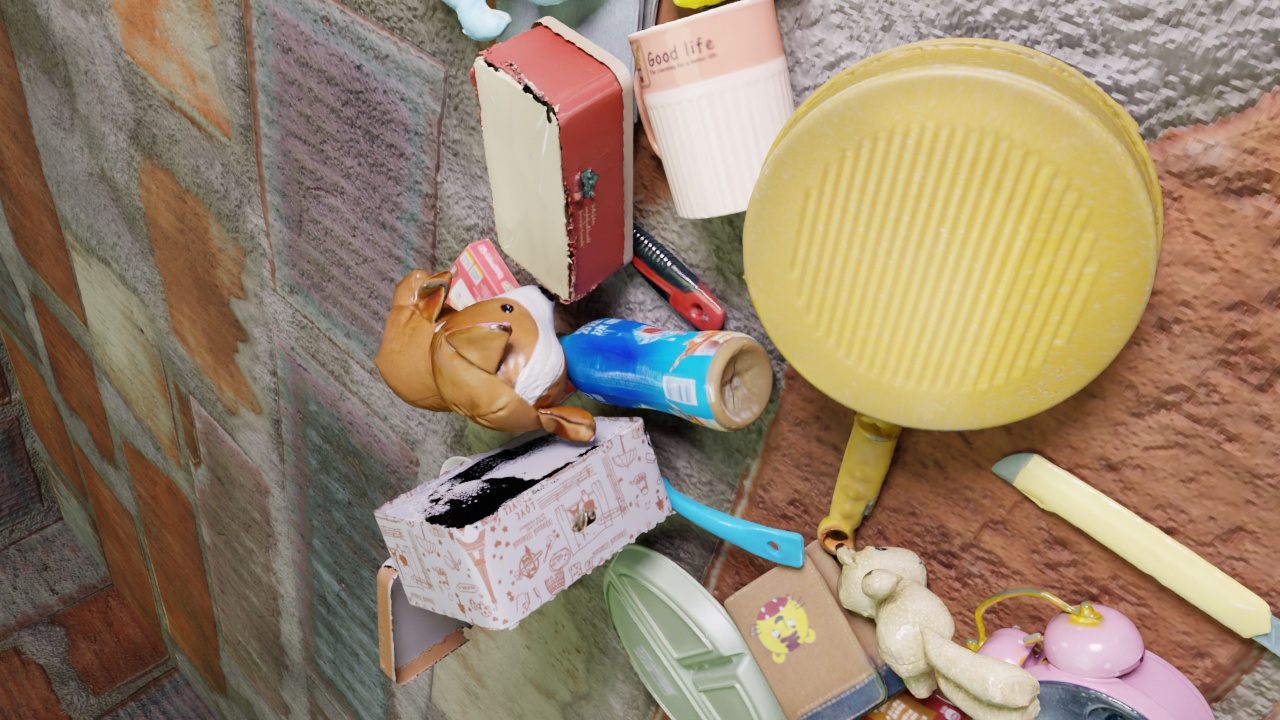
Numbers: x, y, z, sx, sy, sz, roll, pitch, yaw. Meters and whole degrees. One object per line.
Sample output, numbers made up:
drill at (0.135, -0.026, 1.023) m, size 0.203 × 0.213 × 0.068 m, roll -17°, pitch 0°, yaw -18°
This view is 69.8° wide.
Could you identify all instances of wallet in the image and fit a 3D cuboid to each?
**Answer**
wallet at (0.120, 0.193, 0.632) m, size 0.090 × 0.033 × 0.115 m, roll -37°, pitch 57°, yaw 11°
wallet at (-0.049, -0.218, 0.607) m, size 0.130 × 0.036 × 0.107 m, roll 31°, pitch 131°, yaw 30°

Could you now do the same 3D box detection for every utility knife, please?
utility knife at (0.279, 0.110, 0.482) m, size 0.205 × 0.021 × 0.031 m, roll 41°, pitch 140°, yaw 30°

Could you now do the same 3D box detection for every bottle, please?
bottle at (0.156, 0.235, 0.651) m, size 0.175 × 0.057 × 0.058 m, roll 29°, pitch 131°, yaw 31°
bottle at (-0.004, 0.004, 0.668) m, size 0.219 × 0.065 × 0.065 m, roll 9°, pitch 119°, yaw 49°

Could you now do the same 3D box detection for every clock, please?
clock at (0.256, 0.201, 0.530) m, size 0.158 × 0.059 × 0.117 m, roll 52°, pitch 140°, yaw 7°

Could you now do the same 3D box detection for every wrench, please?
wrench at (-0.035, -0.119, 0.667) m, size 0.273 × 0.016 × 0.056 m, roll 48°, pitch 143°, yaw 13°

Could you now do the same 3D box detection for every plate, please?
plate at (0.042, 0.256, 0.764) m, size 0.230 × 0.027 × 0.231 m, roll 41°, pitch 148°, yaw 32°

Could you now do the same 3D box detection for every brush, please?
brush at (0.022, 0.111, 0.715) m, size 0.255 × 0.045 × 0.083 m, roll 14°, pitch 119°, yaw 47°

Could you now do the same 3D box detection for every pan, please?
pan at (0.144, 0.003, 0.514) m, size 0.198 × 0.078 × 0.358 m, roll 18°, pitch 126°, yaw 14°

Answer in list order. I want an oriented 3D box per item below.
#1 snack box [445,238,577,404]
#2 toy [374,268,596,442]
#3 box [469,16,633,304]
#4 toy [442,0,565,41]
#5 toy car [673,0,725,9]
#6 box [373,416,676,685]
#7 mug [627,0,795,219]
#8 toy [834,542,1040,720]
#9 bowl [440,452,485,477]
snack box at (-0.116, -0.023, 0.798) m, size 0.153 × 0.025 × 0.075 m, roll 56°, pitch 140°, yaw 4°
toy at (-0.115, -0.005, 0.686) m, size 0.140 × 0.130 × 0.200 m, roll 41°, pitch 169°, yaw -30°
box at (-0.061, -0.120, 0.593) m, size 0.091 × 0.076 × 0.169 m, roll 40°, pitch 151°, yaw 26°
toy at (-0.060, -0.263, 0.544) m, size 0.156 × 0.049 × 0.162 m, roll 23°, pitch 117°, yaw 9°
toy car at (0.052, -0.226, 0.503) m, size 0.105 × 0.032 × 0.048 m, roll -1°, pitch 112°, yaw 44°
box at (-0.108, 0.139, 0.707) m, size 0.134 × 0.178 × 0.272 m, roll 54°, pitch 139°, yaw 10°
mug at (0.037, -0.144, 0.533) m, size 0.115 × 0.081 × 0.106 m, roll 12°, pitch 123°, yaw 55°
toy at (0.174, 0.162, 0.552) m, size 0.105 × 0.066 × 0.157 m, roll 56°, pitch 173°, yaw -28°
bowl at (-0.129, 0.131, 0.874) m, size 0.118 × 0.064 × 0.118 m, roll 23°, pitch 127°, yaw 34°
